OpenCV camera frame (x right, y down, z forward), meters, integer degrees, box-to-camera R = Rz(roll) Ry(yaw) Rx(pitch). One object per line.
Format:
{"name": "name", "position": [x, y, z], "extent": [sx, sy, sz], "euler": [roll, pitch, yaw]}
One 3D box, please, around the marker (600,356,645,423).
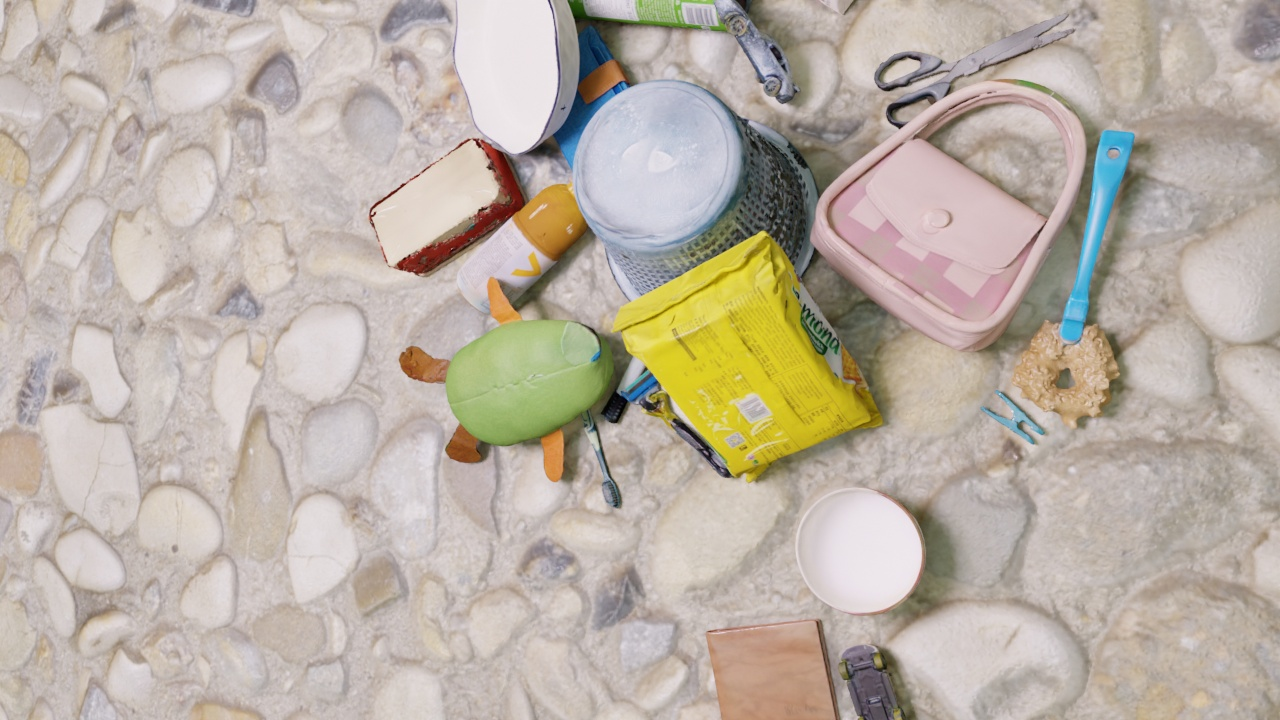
{"name": "marker", "position": [-0.006, 0.006, 0.960], "extent": [0.022, 0.018, 0.131], "euler": [26, 98, 3]}

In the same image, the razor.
{"name": "razor", "position": [0.043, 0.069, 0.935], "extent": [0.042, 0.022, 0.143], "euler": [-41, 71, -18]}

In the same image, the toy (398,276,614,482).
{"name": "toy", "position": [-0.131, 0.024, 0.968], "extent": [0.247, 0.089, 0.227], "euler": [-16, 99, 27]}

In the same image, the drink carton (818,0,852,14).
{"name": "drink carton", "position": [0.160, -0.396, 0.897], "extent": [0.122, 0.053, 0.045], "euler": [42, 98, 20]}

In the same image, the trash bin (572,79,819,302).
{"name": "trash bin", "position": [0.039, -0.151, 0.846], "extent": [0.227, 0.195, 0.226], "euler": [-3, 82, 19]}

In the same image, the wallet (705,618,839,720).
{"name": "wallet", "position": [0.126, 0.305, 0.887], "extent": [0.115, 0.020, 0.101], "euler": [-14, 83, 19]}

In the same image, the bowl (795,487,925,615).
{"name": "bowl", "position": [0.204, 0.171, 0.838], "extent": [0.114, 0.062, 0.113], "euler": [-2, 84, 23]}

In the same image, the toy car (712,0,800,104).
{"name": "toy car", "position": [0.112, -0.301, 0.882], "extent": [0.037, 0.054, 0.120], "euler": [-35, 118, 16]}

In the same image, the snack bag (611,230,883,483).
{"name": "snack bag", "position": [0.098, 0.011, 0.815], "extent": [0.158, 0.246, 0.068], "euler": [-27, 37, 20]}

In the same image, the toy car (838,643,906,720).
{"name": "toy car", "position": [0.213, 0.304, 0.840], "extent": [0.042, 0.035, 0.090], "euler": [-22, 78, 19]}

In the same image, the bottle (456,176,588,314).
{"name": "bottle", "position": [-0.115, -0.129, 0.988], "extent": [0.190, 0.068, 0.068], "euler": [-41, 73, 16]}

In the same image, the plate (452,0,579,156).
{"name": "plate", "position": [-0.131, -0.326, 0.973], "extent": [0.205, 0.045, 0.205], "euler": [24, 123, 45]}

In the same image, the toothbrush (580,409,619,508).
{"name": "toothbrush", "position": [-0.057, 0.067, 0.979], "extent": [0.016, 0.018, 0.191], "euler": [-23, 78, 20]}

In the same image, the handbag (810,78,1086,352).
{"name": "handbag", "position": [0.289, -0.142, 0.819], "extent": [0.193, 0.093, 0.234], "euler": [40, 95, 19]}

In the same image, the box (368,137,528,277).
{"name": "box", "position": [-0.220, -0.169, 1.029], "extent": [0.169, 0.079, 0.091], "euler": [-29, 76, 19]}

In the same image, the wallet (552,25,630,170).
{"name": "wallet", "position": [-0.058, -0.278, 0.992], "extent": [0.107, 0.040, 0.133], "euler": [-33, 75, 22]}

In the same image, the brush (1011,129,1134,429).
{"name": "brush", "position": [0.380, -0.068, 0.782], "extent": [0.083, 0.045, 0.255], "euler": [13, 97, 27]}

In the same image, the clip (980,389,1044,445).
{"name": "clip", "position": [0.333, 0.052, 0.817], "extent": [0.056, 0.014, 0.041], "euler": [41, 103, 19]}

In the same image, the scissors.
{"name": "scissors", "position": [0.307, -0.267, 0.851], "extent": [0.172, 0.014, 0.145], "euler": [19, 93, 20]}

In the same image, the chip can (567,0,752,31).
{"name": "chip can", "position": [-0.005, -0.386, 0.956], "extent": [0.236, 0.072, 0.072], "euler": [14, 92, 23]}
